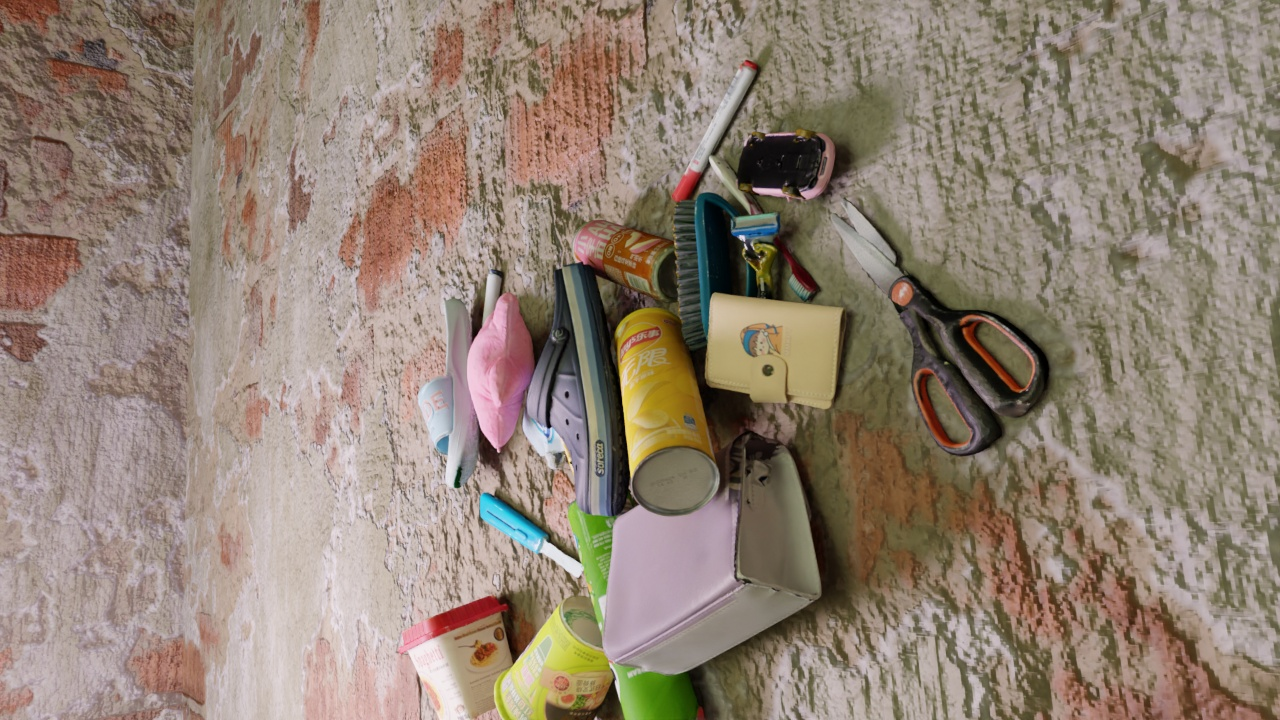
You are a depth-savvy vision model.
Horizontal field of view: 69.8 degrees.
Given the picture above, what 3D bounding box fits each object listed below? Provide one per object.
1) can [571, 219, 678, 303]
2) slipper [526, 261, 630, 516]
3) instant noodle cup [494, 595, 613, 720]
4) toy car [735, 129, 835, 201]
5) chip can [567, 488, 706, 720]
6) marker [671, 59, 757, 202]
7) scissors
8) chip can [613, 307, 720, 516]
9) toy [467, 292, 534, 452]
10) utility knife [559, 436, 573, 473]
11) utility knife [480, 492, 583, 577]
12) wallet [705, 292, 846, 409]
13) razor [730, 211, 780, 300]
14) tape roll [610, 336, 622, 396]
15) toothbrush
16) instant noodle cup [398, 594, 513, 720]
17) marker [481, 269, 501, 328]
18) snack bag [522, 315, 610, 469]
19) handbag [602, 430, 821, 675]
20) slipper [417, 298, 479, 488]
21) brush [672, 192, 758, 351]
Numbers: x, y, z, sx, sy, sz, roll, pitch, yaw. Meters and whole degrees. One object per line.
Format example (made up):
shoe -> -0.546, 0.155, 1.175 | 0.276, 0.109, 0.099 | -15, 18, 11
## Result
can -> -0.008, -0.100, 0.907 | 0.147, 0.057, 0.058 | 26, 108, 50
slipper -> -0.065, 0.024, 0.874 | 0.105, 0.095, 0.252 | 72, -171, -70
instant noodle cup -> -0.072, 0.307, 0.924 | 0.111, 0.111, 0.124 | 47, 116, 43
toy car -> 0.121, -0.163, 0.766 | 0.122, 0.037, 0.056 | 27, 105, 63
chip can -> -0.008, 0.238, 0.868 | 0.072, 0.072, 0.235 | -45, 53, 40
marker -> 0.068, -0.210, 0.852 | 0.017, 0.017, 0.145 | 56, 128, 38
scissors -> 0.192, -0.028, 0.673 | 0.234, 0.021, 0.153 | 38, 117, 46
chip can -> 0.019, 0.037, 0.786 | 0.213, 0.072, 0.072 | -100, 33, -56
toy -> -0.166, 0.018, 1.074 | 0.195, 0.074, 0.178 | 157, 117, -75
utility knife -> -0.076, 0.077, 0.979 | 0.033, 0.015, 0.156 | -23, 87, 41
utility knife -> -0.129, 0.204, 1.072 | 0.225, 0.018, 0.034 | 18, 101, 50
wallet -> 0.107, -0.007, 0.751 | 0.115, 0.024, 0.087 | 9, 102, 28
razor -> 0.106, -0.053, 0.776 | 0.043, 0.022, 0.143 | -4, 97, 27
tape roll -> -0.006, 0.005, 0.931 | 0.086, 0.013, 0.085 | -7, 81, 52
toothbrush -> 0.103, -0.120, 0.802 | 0.187, 0.016, 0.017 | 61, 141, 34
instant noodle cup -> -0.209, 0.360, 1.095 | 0.117, 0.116, 0.124 | -35, 73, 45
marker -> -0.195, -0.052, 1.176 | 0.023, 0.018, 0.131 | 19, 103, 61
snack bag -> -0.087, 0.025, 1.018 | 0.110, 0.038, 0.191 | 46, 126, 36
handbag -> 0.055, 0.165, 0.772 | 0.198, 0.098, 0.144 | -44, 38, 42
slipper -> -0.245, 0.038, 1.164 | 0.104, 0.074, 0.245 | 113, 153, -70
brush -> 0.069, -0.080, 0.813 | 0.074, 0.055, 0.143 | -7, 82, 29
